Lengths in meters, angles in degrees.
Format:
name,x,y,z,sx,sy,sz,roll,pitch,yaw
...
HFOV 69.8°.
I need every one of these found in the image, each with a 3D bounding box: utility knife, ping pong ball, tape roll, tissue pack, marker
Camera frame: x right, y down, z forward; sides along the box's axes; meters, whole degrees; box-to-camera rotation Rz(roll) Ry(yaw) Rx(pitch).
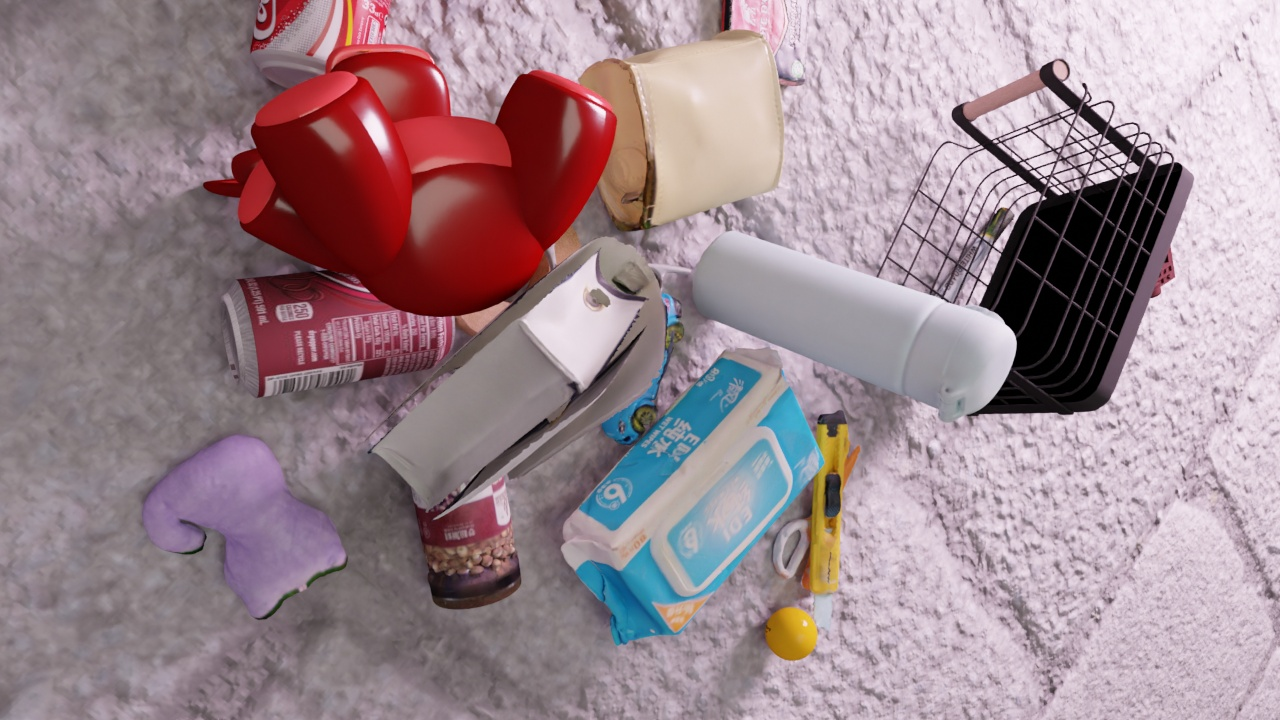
name,x,y,z,sx,sy,sz,roll,pitch,yaw
utility knife,0.149,0.127,0.726,0.030,0.017,0.175,2,95,-20
ping pong ball,0.117,0.212,0.712,0.040,0.040,0.040,-3,96,-31
tape roll,-0.082,-0.057,0.575,0.093,0.027,0.094,-3,96,-31
tissue pack,0.038,0.094,0.630,0.209,0.066,0.117,-44,130,-19
marker,0.284,-0.079,0.799,0.146,0.017,0.017,-50,116,-18

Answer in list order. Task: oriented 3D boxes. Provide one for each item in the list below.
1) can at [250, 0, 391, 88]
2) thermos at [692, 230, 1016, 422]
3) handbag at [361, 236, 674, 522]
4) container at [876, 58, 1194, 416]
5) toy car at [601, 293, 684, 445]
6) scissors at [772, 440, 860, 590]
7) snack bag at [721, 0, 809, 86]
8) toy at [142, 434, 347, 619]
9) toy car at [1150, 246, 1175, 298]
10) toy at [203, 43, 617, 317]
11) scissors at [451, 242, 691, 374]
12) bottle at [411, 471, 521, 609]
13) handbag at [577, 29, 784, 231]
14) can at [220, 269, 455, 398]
name,x,y,z,sx,sy,sz,roll,pitch,yaw
can,-0.166,-0.198,0.490,0.064,0.064,0.104,11,89,-31
thermos,0.135,-0.027,0.603,0.077,0.207,0.065,-48,144,-26
handbag,-0.044,-0.002,0.489,0.074,0.152,0.175,48,35,-7
container,0.278,-0.080,0.699,0.130,0.163,0.241,32,76,-16
toy car,-0.004,0.004,0.616,0.032,0.048,0.105,21,85,-31
scissors,0.144,0.118,0.738,0.073,0.013,0.131,21,84,-31
snack bag,0.092,-0.281,0.666,0.074,0.018,0.155,-2,97,-32
toy,-0.218,0.093,0.504,0.080,0.036,0.100,-33,106,-14
toy car,0.428,-0.075,0.860,0.169,0.062,0.070,-26,107,-27
toy,-0.119,-0.092,0.449,0.158,0.197,0.121,-14,111,-29
scissors,-0.040,-0.031,0.575,0.171,0.014,0.141,-10,98,-25
bottle,-0.108,0.090,0.556,0.056,0.056,0.105,-14,101,-30
handbag,0.026,-0.151,0.605,0.119,0.081,0.111,-23,113,-29
can,-0.166,-0.019,0.507,0.114,0.063,0.063,-11,100,-30
